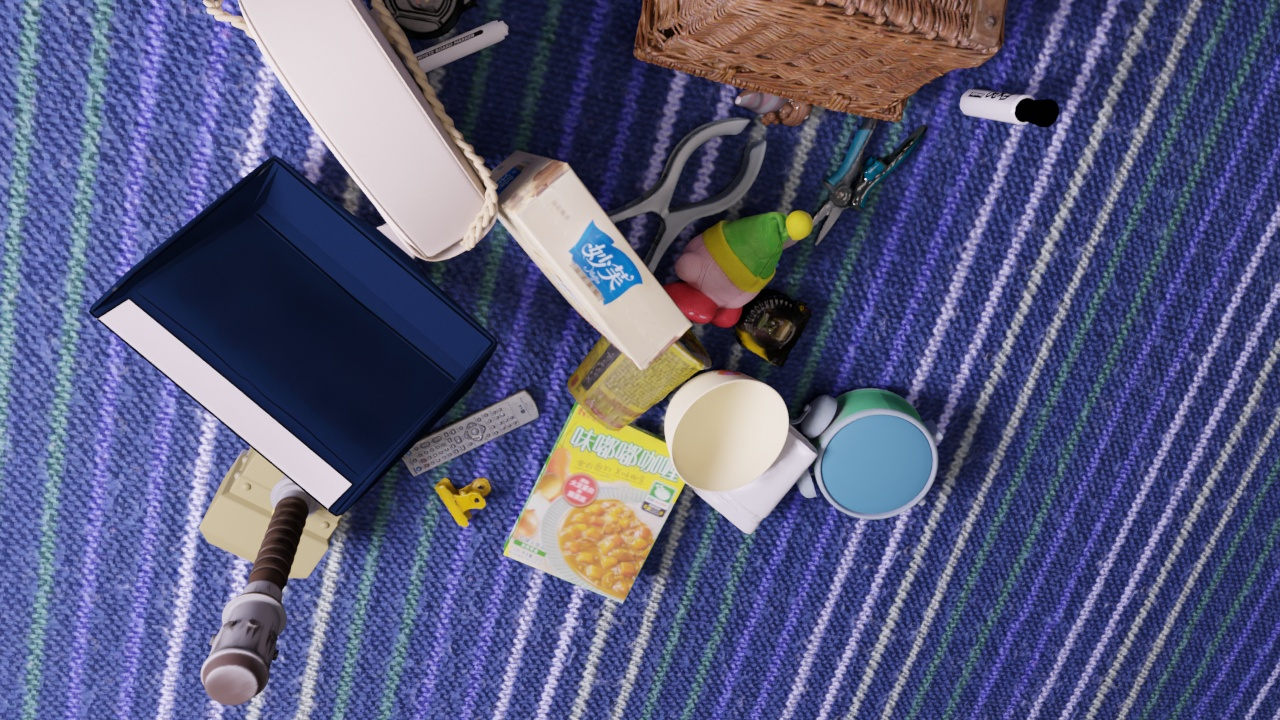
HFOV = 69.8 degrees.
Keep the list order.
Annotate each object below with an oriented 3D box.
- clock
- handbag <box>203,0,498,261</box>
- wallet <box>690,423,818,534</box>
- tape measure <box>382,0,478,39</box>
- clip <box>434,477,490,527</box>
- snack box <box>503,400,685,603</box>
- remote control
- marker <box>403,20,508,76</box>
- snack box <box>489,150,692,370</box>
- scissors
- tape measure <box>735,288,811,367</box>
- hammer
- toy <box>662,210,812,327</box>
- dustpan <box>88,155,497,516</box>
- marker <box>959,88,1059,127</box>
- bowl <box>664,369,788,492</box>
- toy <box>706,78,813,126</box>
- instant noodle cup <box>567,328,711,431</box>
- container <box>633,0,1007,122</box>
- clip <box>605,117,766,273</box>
[{"bbox_3d":[0.214,0.091,0.931,0.161,0.075,0.122,8,110,-1],"label":"clock"},{"bbox_3d":[-0.195,-0.180,0.644,0.103,0.210,0.209,-33,129,-1],"label":"handbag"},{"bbox_3d":[0.113,0.107,0.916,0.086,0.032,0.116,44,108,13],"label":"wallet"},{"bbox_3d":[-0.172,-0.291,0.723,0.072,0.042,0.071,-34,114,-3],"label":"tape measure"},{"bbox_3d":[-0.169,0.136,0.889,0.046,0.035,0.053,-24,112,6],"label":"clip"},{"bbox_3d":[-0.040,0.140,0.900,0.132,0.027,0.168,25,97,-10],"label":"snack box"},{"bbox_3d":[-0.162,0.068,0.873,0.136,0.013,0.033,-26,113,-1],"label":"remote control"},{"bbox_3d":[-0.170,-0.246,0.752,0.133,0.017,0.020,-24,86,-2],"label":"marker"},{"bbox_3d":[-0.053,-0.088,0.732,0.055,0.207,0.153,-41,113,-4],"label":"snack box"},{"bbox_3d":[0.209,-0.179,0.855,0.149,0.019,0.122,-19,113,-2],"label":"scissors"},{"bbox_3d":[0.125,-0.036,0.880,0.062,0.038,0.067,27,103,-19],"label":"tape measure"},{"bbox_3d":[-0.274,0.136,0.703,0.100,0.324,0.190,33,103,-21],"label":"hammer"},{"bbox_3d":[0.096,-0.086,0.821,0.124,0.097,0.131,13,112,-46],"label":"toy"},{"bbox_3d":[-0.229,-0.056,0.726,0.236,0.272,0.080,40,135,-1],"label":"dustpan"},{"bbox_3d":[0.322,-0.221,0.803,0.025,0.126,0.025,-4,111,-10],"label":"marker"},{"bbox_3d":[0.070,0.055,0.867,0.118,0.074,0.118,-9,118,-17],"label":"bowl"},{"bbox_3d":[0.110,-0.234,0.802,0.101,0.042,0.055,0,88,-20],"label":"toy"},{"bbox_3d":[-0.005,0.005,0.840,0.102,0.102,0.108,39,105,-22],"label":"instant noodle cup"},{"bbox_3d":[0.147,-0.295,0.689,0.249,0.183,0.162,8,92,-16],"label":"container"},{"bbox_3d":[0.052,-0.141,0.831,0.163,0.028,0.108,-37,111,5],"label":"clip"}]
